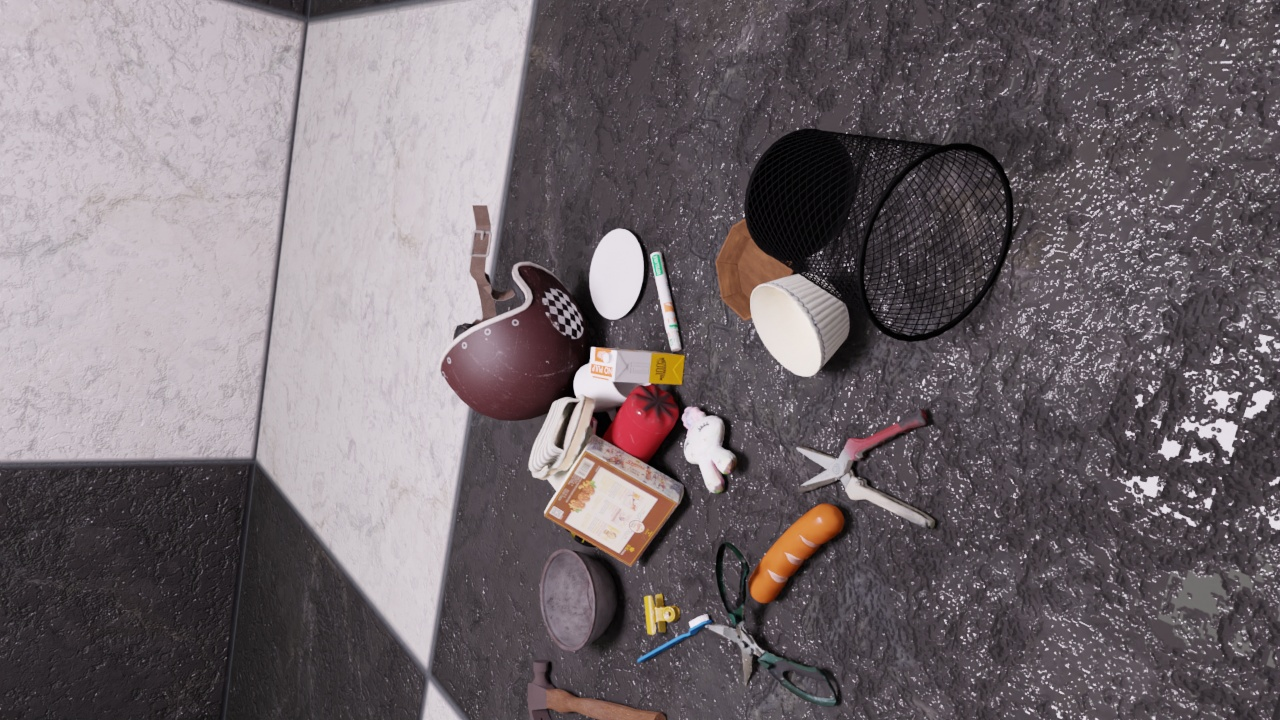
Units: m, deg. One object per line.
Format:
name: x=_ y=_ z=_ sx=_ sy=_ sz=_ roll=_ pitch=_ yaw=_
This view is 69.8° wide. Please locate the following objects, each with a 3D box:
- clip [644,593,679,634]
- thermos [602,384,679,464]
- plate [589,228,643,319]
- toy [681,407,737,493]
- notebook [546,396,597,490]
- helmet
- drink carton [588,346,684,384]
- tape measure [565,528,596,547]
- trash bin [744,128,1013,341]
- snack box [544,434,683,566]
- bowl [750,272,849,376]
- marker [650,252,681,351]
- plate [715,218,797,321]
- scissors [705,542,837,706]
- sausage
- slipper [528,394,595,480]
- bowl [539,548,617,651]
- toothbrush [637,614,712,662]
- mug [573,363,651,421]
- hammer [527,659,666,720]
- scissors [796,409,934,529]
clip: x=0.031 y=0.344 z=1.247 sx=0.046 sy=0.048 sz=0.054 roll=70 pitch=-166 yaw=-77
thermos: x=-0.026 y=0.133 z=1.291 sx=0.241 sy=0.073 sz=0.073 roll=-58 pitch=45 yaw=40
plate: x=-0.033 y=-0.128 z=1.369 sx=0.135 sy=0.011 sz=0.134 roll=-6 pitch=83 yaw=52
toy: x=0.084 y=0.109 z=1.179 sx=0.122 sy=0.038 sz=0.079 roll=63 pitch=140 yaw=37
notebook: x=-0.108 y=0.137 z=1.397 sx=0.209 sy=0.012 sz=0.153 roll=-147 pitch=66 yaw=-68
helmet: x=-0.193 y=-0.040 z=1.390 sx=0.234 sy=0.233 sz=0.253 roll=-38 pitch=53 yaw=37
drink carton: x=-0.007 y=0.007 z=1.234 sx=0.059 sy=0.122 sz=0.040 roll=9 pitch=94 yaw=52
tape measure: x=-0.074 y=0.250 z=1.352 sx=0.061 sy=0.061 sz=0.034 roll=39 pitch=121 yaw=46
trash bin: x=0.222 y=-0.141 z=0.916 sx=0.210 sy=0.183 sz=0.184 roll=38 pitch=117 yaw=53
snack box: x=-0.038 y=0.193 z=1.254 sx=0.143 sy=0.147 sz=0.041 roll=-58 pitch=3 yaw=33
bowl: x=0.182 y=-0.047 z=1.016 sx=0.115 sy=0.062 sz=0.115 roll=49 pitch=158 yaw=27
marker: x=0.035 y=-0.082 z=1.272 sx=0.017 sy=0.017 sz=0.145 roll=-32 pitch=62 yaw=47
plate: x=0.146 y=-0.114 z=1.124 sx=0.132 sy=0.025 sz=0.131 roll=-6 pitch=83 yaw=52
scissors: x=0.140 y=0.309 z=1.068 sx=0.202 sy=0.015 sz=0.205 roll=7 pitch=114 yaw=48
sausage: x=0.175 y=0.219 z=1.050 sx=0.165 sy=0.039 sz=0.044 roll=-57 pitch=43 yaw=33
slipper: x=-0.123 y=0.114 z=1.323 sx=0.273 sy=0.054 sz=0.114 roll=136 pitch=156 yaw=-68
bowl: x=-0.083 y=0.349 z=1.352 sx=0.145 sy=0.067 sz=0.145 roll=-6 pitch=83 yaw=52
toothbrush: x=0.042 y=0.374 z=1.230 sx=0.167 sy=0.016 sz=0.014 roll=-44 pitch=54 yaw=42
mug: x=-0.033 y=0.047 z=1.317 sx=0.091 sy=0.073 sz=0.110 roll=-20 pitch=97 yaw=50
hammer: x=-0.073 y=0.516 z=1.359 sx=0.324 sy=0.033 sz=0.115 roll=-15 pitch=74 yaw=50
scissors: x=0.246 y=0.120 z=0.985 sx=0.199 sy=0.015 sz=0.179 roll=-57 pitch=46 yaw=34
